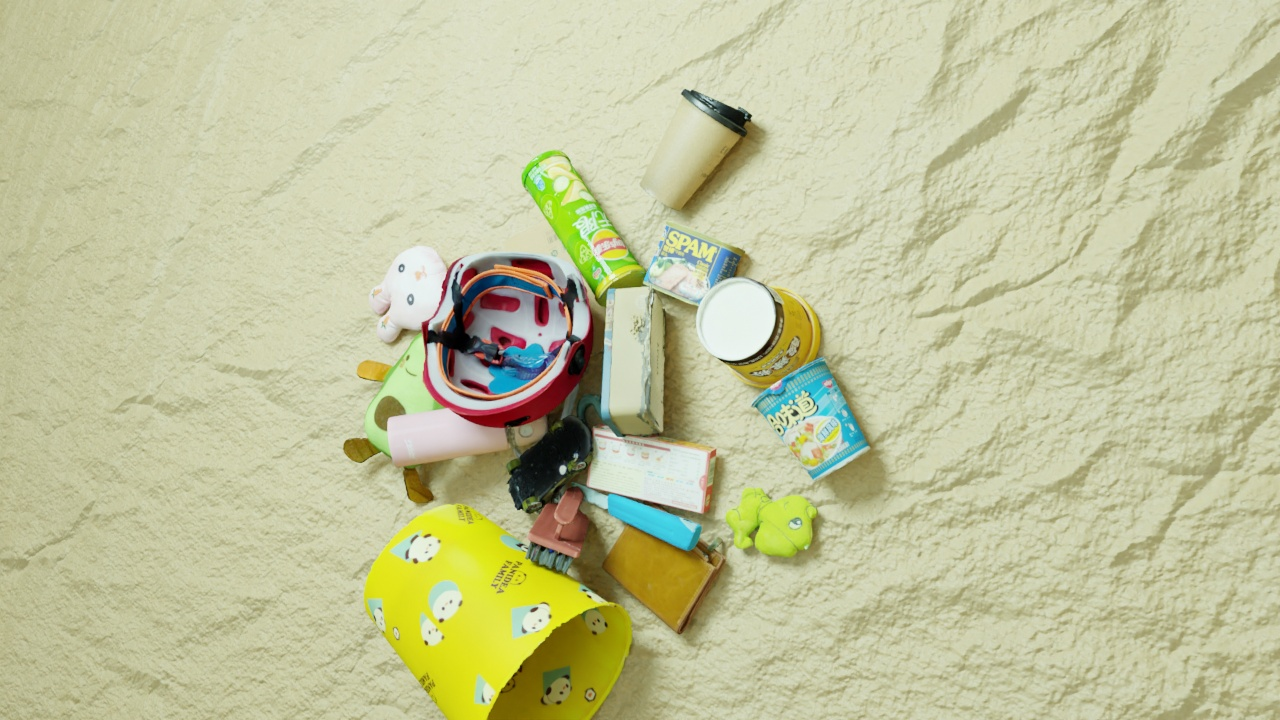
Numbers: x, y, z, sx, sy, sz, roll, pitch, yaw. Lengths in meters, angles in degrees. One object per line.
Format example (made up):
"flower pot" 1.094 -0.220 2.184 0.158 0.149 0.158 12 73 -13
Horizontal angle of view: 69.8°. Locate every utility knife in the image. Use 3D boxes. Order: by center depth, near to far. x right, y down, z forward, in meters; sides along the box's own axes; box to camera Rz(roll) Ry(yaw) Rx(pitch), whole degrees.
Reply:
"utility knife" -0.013 0.181 1.099 0.218 0.018 0.034 14 102 44

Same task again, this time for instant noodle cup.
"instant noodle cup" 0.189 0.069 0.997 0.099 0.099 0.110 -35 77 19
"instant noodle cup" 0.127 -0.035 1.024 0.119 0.114 0.118 -6 76 27

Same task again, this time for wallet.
"wallet" 0.028 0.235 1.083 0.131 0.035 0.119 35 94 33

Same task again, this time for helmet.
"helmet" -0.154 -0.008 1.126 0.207 0.144 0.239 5 60 17

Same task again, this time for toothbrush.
"toothbrush" -0.111 0.111 1.187 0.016 0.016 0.180 18 92 34

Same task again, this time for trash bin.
"trash bin" -0.178 0.312 1.085 0.255 0.229 0.230 32 98 33

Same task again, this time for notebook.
"notebook" -0.099 -0.098 1.214 0.148 0.008 0.207 -25 72 22

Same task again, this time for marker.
"marker" -0.107 0.180 1.173 0.017 0.017 0.145 8 86 28

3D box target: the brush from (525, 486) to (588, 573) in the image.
"brush" -0.092 0.194 1.095 0.063 0.145 0.069 21 98 0

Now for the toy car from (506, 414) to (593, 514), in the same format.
"toy car" -0.111 0.131 1.146 0.158 0.042 0.070 -42 59 27

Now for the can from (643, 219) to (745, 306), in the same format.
"can" 0.063 -0.112 1.105 0.102 0.057 0.083 25 97 28

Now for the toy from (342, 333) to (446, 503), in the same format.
"toy" -0.309 0.065 1.255 0.227 0.089 0.247 29 101 18

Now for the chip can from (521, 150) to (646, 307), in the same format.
"chip can" -0.075 -0.171 1.166 0.073 0.072 0.221 -40 67 17

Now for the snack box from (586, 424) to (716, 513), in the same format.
"snack box" 0.012 0.129 1.101 0.156 0.027 0.077 10 99 25

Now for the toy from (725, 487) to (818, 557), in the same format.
"toy" 0.148 0.184 1.032 0.100 0.031 0.097 42 102 30

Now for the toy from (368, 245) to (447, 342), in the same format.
"toy" -0.332 -0.091 1.312 0.160 0.054 0.121 -32 69 28

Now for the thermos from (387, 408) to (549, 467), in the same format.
"thermos" -0.216 0.098 1.175 0.198 0.067 0.087 -8 113 -7

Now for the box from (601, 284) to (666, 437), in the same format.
"box" -0.006 0.006 1.083 0.061 0.090 0.184 -2 65 14

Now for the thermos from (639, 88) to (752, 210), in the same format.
"thermos" 0.062 -0.257 1.111 0.093 0.093 0.143 43 110 26

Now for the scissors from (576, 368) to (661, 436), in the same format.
"scissors" -0.013 0.091 1.138 0.144 0.019 0.180 -42 69 16
